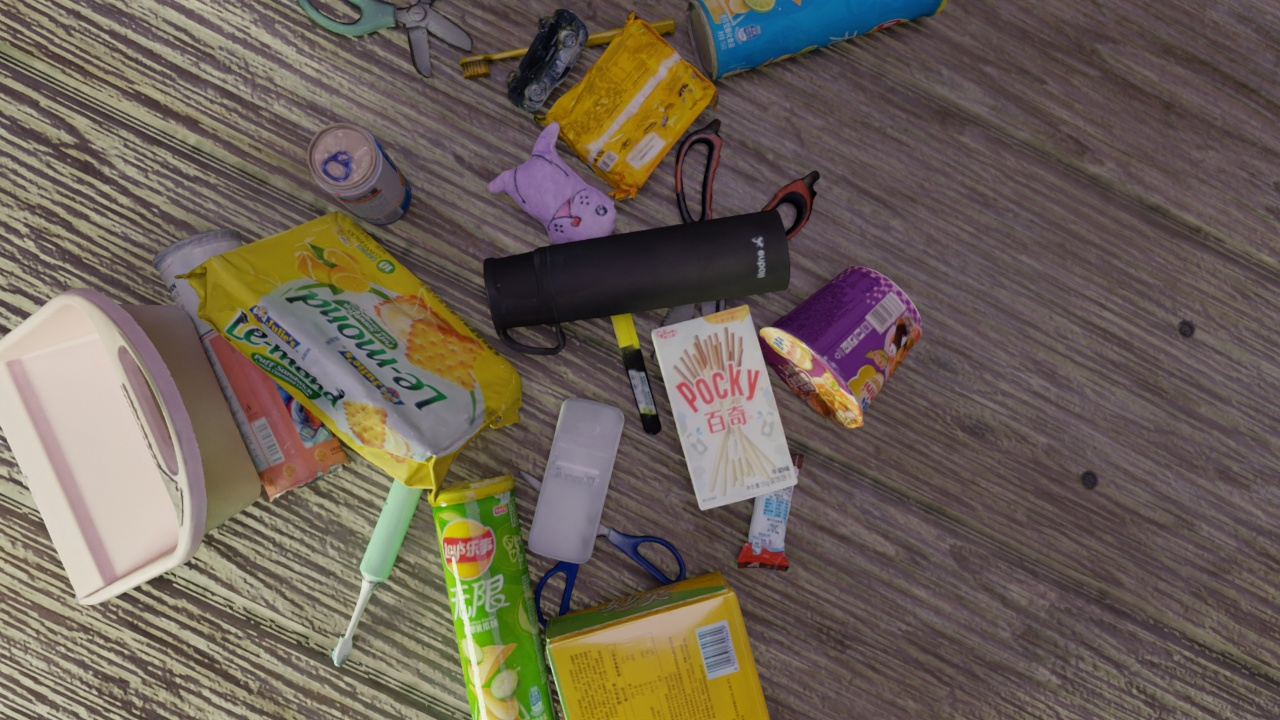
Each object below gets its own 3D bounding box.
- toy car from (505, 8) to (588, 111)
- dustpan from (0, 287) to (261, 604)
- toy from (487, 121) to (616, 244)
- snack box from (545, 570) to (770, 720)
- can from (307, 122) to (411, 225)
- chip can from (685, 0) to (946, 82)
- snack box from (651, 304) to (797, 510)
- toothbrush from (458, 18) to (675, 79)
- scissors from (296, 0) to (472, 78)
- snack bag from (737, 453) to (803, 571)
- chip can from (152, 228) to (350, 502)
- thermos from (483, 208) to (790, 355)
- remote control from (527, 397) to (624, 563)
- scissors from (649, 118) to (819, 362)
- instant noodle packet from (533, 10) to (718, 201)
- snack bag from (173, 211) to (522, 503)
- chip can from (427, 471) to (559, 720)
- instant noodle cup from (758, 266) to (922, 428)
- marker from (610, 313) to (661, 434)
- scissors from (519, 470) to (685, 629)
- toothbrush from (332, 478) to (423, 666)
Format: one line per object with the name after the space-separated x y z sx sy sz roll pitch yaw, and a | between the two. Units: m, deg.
-0.078 -0.251 0.772 0.043 0.034 0.090 39 100 38 | toy car
-0.406 0.062 0.668 0.274 0.138 0.222 -25 92 12 | dustpan
-0.065 -0.137 0.777 0.108 0.038 0.084 46 109 -4 | toy
0.023 0.296 0.749 0.157 0.070 0.210 -15 93 -4 | snack box
-0.219 -0.144 0.724 0.053 0.134 0.053 0 88 -4 | can
0.149 -0.300 0.781 0.210 0.071 0.071 -18 89 -4 | chip can
0.069 0.039 0.769 0.085 0.027 0.156 -15 86 1 | snack box
-0.062 -0.271 0.797 0.190 0.015 0.016 -12 94 -4 | toothbrush
-0.206 -0.338 0.791 0.170 0.019 0.181 27 86 0 | scissors
0.112 0.129 0.786 0.048 0.026 0.104 6 86 -5 | snack bag
-0.314 0.005 0.746 0.071 0.071 0.214 -26 90 -4 | chip can
-0.002 -0.063 0.759 0.242 0.068 0.090 -10 113 -1 | thermos
-0.054 0.100 0.774 0.056 0.020 0.136 13 84 1 | remote control
0.070 -0.101 0.797 0.226 0.015 0.189 -35 90 -4 | scissors
-0.011 -0.213 0.782 0.111 0.044 0.128 43 92 -1 | instant noodle packet
-0.213 -0.009 0.718 0.246 0.157 0.068 41 119 0 | snack bag
-0.119 0.207 0.749 0.072 0.072 0.221 -11 88 -3 | chip can
0.170 -0.017 0.760 0.099 0.112 0.111 -44 91 -13 | instant noodle cup
-0.005 0.005 0.791 0.018 0.015 0.124 -16 90 -3 | marker
-0.036 0.152 0.786 0.162 0.012 0.173 16 86 -1 | scissors
-0.212 0.150 0.769 0.026 0.027 0.224 23 86 -35 | toothbrush
